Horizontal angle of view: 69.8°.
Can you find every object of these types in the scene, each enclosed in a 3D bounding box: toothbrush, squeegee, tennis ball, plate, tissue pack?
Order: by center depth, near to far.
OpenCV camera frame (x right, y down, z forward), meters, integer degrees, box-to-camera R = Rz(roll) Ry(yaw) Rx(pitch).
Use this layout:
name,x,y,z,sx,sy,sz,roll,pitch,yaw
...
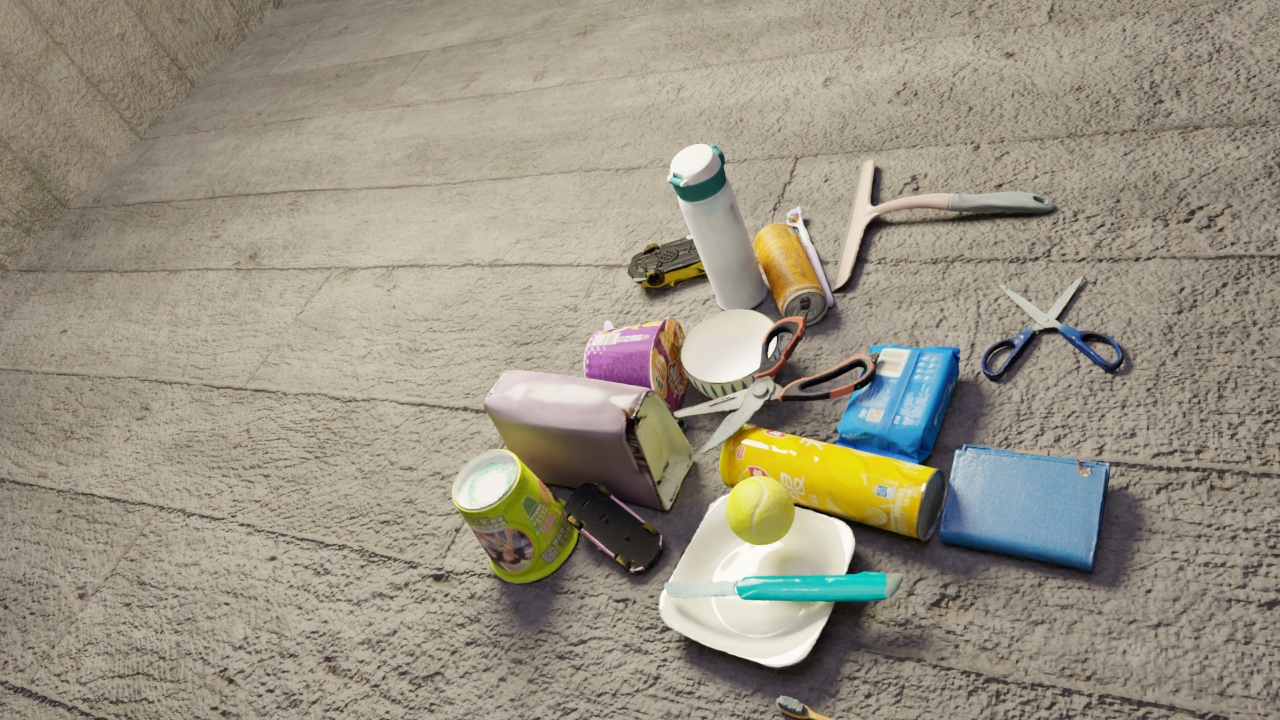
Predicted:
name,x,y,z,sx,sy,sz,roll,pitch,yaw
toothbrush,0.198,0.311,0.754,0.192,0.018,0.016,9,55,33
tennis ball,0.114,0.143,0.875,0.065,0.065,0.065,-15,44,14
plate,0.114,0.212,0.882,0.164,0.034,0.163,11,55,35
tissue pack,0.269,0.044,0.952,0.095,0.052,0.156,7,53,35
squeegee,0.375,-0.190,1.136,0.250,0.040,0.247,-1,48,26
toothbrush,0.218,-0.133,1.175,0.029,0.021,0.188,-55,30,36

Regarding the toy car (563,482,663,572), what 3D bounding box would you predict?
name,x,y,z,sx,sy,sz,roll,pitch,yaw
toy car,-0.029,0.179,0.982,0.122,0.037,0.056,35,77,26

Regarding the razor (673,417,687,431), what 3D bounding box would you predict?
name,x,y,z,sx,sy,sz,roll,pitch,yaw
razor,-0.008,0.067,1.097,0.143,0.022,0.042,8,55,33

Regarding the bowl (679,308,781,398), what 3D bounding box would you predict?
name,x,y,z,sx,sy,sz,roll,pitch,yaw
bowl,0.110,0.003,1.064,0.116,0.066,0.116,-13,44,13

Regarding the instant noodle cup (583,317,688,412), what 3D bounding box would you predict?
name,x,y,z,sx,sy,sz,roll,pitch,yaw
instant noodle cup,-0.006,0.006,1.088,0.099,0.111,0.111,-2,48,26

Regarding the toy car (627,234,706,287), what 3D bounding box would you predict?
name,x,y,z,sx,sy,sz,roll,pitch,yaw
toy car,0.058,-0.139,1.246,0.156,0.041,0.071,-16,43,10

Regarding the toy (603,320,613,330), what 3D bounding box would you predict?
name,x,y,z,sx,sy,sz,roll,pitch,yaw
toy,-0.001,-0.021,1.164,0.108,0.039,0.083,-9,56,20

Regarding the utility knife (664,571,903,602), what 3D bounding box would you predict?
name,x,y,z,sx,sy,sz,roll,pitch,yaw
utility knife,0.127,0.208,0.843,0.223,0.013,0.029,-5,49,20

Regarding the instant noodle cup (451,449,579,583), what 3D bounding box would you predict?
name,x,y,z,sx,sy,sz,roll,pitch,yaw
instant noodle cup,-0.141,0.162,0.996,0.112,0.123,0.111,-14,44,14

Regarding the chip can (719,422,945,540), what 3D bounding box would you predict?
name,x,y,z,sx,sy,sz,roll,pitch,yaw
chip can,0.186,0.118,0.911,0.214,0.072,0.071,12,56,34

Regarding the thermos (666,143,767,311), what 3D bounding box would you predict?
name,x,y,z,sx,sy,sz,roll,pitch,yaw
thermos,0.096,-0.158,1.110,0.073,0.224,0.073,-14,44,14

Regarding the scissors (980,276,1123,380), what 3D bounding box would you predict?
name,x,y,z,sx,sy,sz,roll,pitch,yaw
scissors,0.428,-0.032,0.974,0.162,0.012,0.173,-30,42,-2

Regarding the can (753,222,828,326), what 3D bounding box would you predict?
name,x,y,z,sx,sy,sz,roll,pitch,yaw
can,0.185,-0.109,1.139,0.058,0.058,0.145,-21,43,8

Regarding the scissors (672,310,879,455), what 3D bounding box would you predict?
name,x,y,z,sx,sy,sz,roll,pitch,yaw
scissors,0.144,0.023,0.968,0.189,0.015,0.226,10,53,25

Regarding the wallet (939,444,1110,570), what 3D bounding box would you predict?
name,x,y,z,sx,sy,sz,roll,pitch,yaw
wallet,0.350,0.130,0.839,0.133,0.040,0.106,6,61,31

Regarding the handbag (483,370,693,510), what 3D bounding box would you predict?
name,x,y,z,sx,sy,sz,roll,pitch,yaw
handbag,-0.057,0.078,1.020,0.197,0.145,0.098,7,55,31
